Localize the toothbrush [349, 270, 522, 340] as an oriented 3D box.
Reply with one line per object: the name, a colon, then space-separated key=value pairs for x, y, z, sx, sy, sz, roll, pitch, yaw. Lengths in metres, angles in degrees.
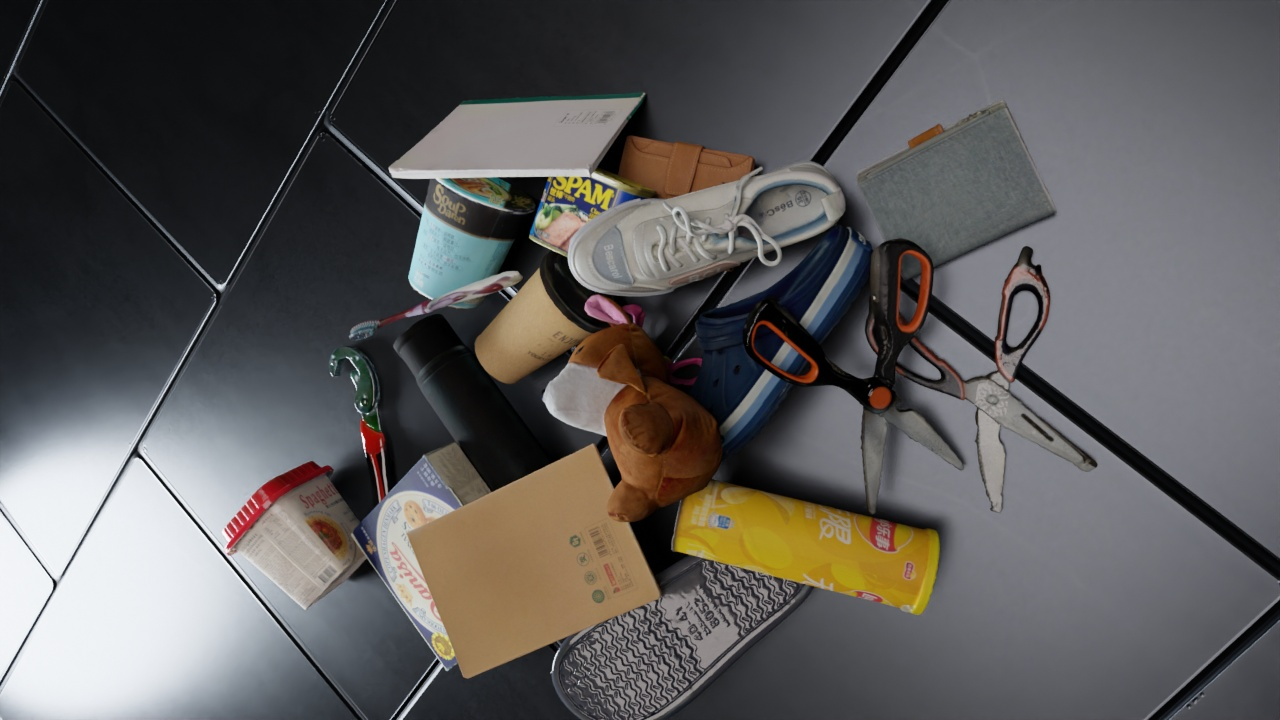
toothbrush: x=-0.201 y=-0.052 z=0.892 sx=0.188 sy=0.017 sz=0.016 roll=-17 pitch=119 yaw=12

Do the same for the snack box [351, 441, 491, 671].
snack box: x=-0.191 y=0.201 z=0.923 sx=0.178 sy=0.045 sz=0.183 roll=53 pitch=128 yaw=7

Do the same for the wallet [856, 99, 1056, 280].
wallet: x=0.257 y=-0.141 z=0.759 sx=0.130 sy=0.036 sz=0.106 roll=-25 pitch=92 yaw=23

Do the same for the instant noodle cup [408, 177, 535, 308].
instant noodle cup: x=-0.178 y=-0.121 z=0.918 sx=0.111 sy=0.111 sz=0.121 roll=33 pitch=112 yaw=19

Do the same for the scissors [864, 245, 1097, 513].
scissors: x=0.280 y=0.015 z=0.764 sx=0.189 sy=0.015 sz=0.223 roll=4 pitch=93 yaw=24

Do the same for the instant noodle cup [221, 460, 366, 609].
instant noodle cup: x=-0.369 y=0.194 z=1.009 sx=0.124 sy=0.116 sz=0.117 roll=47 pitch=109 yaw=4

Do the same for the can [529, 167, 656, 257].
can: x=-0.047 y=-0.136 z=0.853 sx=0.102 sy=0.057 sz=0.083 roll=28 pitch=105 yaw=28

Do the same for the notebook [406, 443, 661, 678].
notebook: x=-0.101 y=0.184 z=0.831 sx=0.208 sy=0.008 sz=0.147 roll=-27 pitch=82 yaw=15

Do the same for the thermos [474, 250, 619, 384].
thermos: x=-0.093 y=-0.039 z=0.890 sx=0.144 sy=0.092 sz=0.093 roll=-38 pitch=77 yaw=27

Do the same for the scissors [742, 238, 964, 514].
scissors: x=0.180 y=0.009 z=0.741 sx=0.232 sy=0.021 sz=0.221 roll=17 pitch=98 yaw=-10

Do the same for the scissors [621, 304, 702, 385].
scissors: x=-0.006 y=0.004 z=0.866 sx=0.133 sy=0.017 sz=0.135 roll=-11 pitch=119 yaw=14

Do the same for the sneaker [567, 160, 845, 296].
sneaker: x=0.057 y=-0.104 z=0.776 sx=0.242 sy=0.090 sz=0.089 roll=-17 pitch=110 yaw=4

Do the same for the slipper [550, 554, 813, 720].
slipper: x=0.046 y=0.242 z=0.846 sx=0.268 sy=0.083 sz=0.110 roll=-35 pitch=76 yaw=1

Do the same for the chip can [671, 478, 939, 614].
chip can: x=0.137 y=0.152 z=0.776 sx=0.213 sy=0.072 sz=0.072 roll=13 pitch=97 yaw=10

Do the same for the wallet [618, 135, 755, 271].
wallet: x=0.037 y=-0.149 z=0.859 sx=0.132 sy=0.031 sz=0.108 roll=16 pitch=100 yaw=21

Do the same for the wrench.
wrench: x=-0.296 y=0.115 z=1.019 sx=0.056 sy=0.016 sz=0.273 roll=-17 pitch=85 yaw=23

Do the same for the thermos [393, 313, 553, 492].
thermos: x=-0.150 y=0.066 z=0.924 sx=0.068 sy=0.090 sz=0.242 roll=-37 pitch=82 yaw=4

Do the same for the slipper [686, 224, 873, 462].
slipper: x=0.096 y=-0.017 z=0.789 sx=0.095 sy=0.105 sz=0.253 roll=37 pitch=103 yaw=-5

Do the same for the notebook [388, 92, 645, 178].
notebook: x=-0.115 y=-0.216 z=0.873 sx=0.209 sy=0.150 sz=0.012 roll=4 pitch=132 yaw=23

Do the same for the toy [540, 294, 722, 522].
toy: x=-0.017 y=0.040 z=0.772 sx=0.199 sy=0.130 sz=0.140 roll=-112 pitch=27 yaw=-49
